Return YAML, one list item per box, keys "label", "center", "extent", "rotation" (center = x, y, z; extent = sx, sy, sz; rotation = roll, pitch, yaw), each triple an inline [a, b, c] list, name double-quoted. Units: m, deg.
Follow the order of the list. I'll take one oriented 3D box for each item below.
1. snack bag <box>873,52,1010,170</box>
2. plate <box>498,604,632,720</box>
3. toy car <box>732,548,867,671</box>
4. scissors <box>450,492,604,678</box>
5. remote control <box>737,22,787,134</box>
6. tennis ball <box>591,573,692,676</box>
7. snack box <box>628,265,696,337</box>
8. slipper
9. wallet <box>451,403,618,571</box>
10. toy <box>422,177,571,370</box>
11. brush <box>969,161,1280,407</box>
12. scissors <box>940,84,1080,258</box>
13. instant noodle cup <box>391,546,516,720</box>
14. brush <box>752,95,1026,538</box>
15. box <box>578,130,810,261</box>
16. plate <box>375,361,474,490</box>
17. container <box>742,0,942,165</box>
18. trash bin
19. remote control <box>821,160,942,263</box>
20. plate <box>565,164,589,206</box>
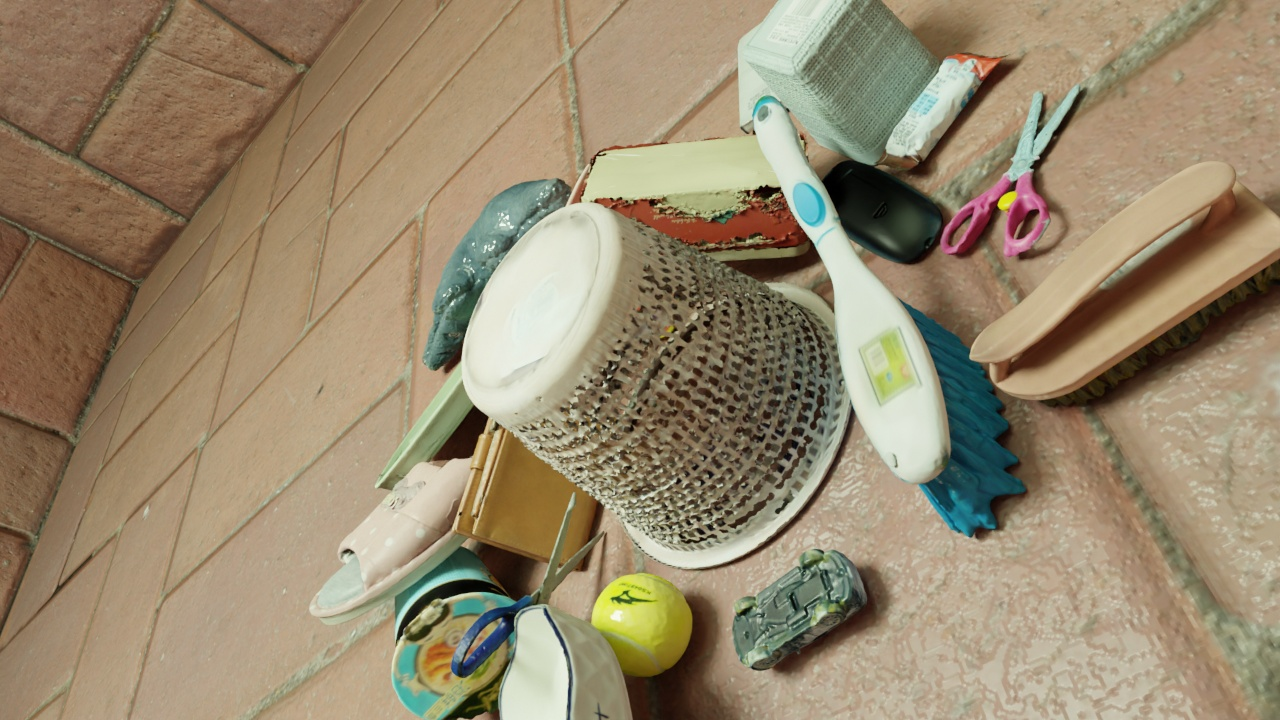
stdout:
- label: "snack bag"
  center: [0.208, -0.176, 0.642]
  extent: [0.104, 0.026, 0.048]
  rotation: [-55, 28, 6]
- label: "plate"
  center: [-0.048, 0.250, 0.548]
  extent: [0.205, 0.045, 0.205]
  rotation: [-176, 90, -71]
- label: "toy car"
  center: [0.091, 0.146, 0.533]
  extent: [0.091, 0.034, 0.043]
  rotation: [-43, 40, 25]
- label: "scissors"
  center: [-0.077, 0.179, 0.658]
  extent: [0.012, 0.162, 0.176]
  rotation: [21, 106, 27]
- label: "remote control"
  center: [0.110, -0.261, 0.832]
  extent: [0.049, 0.024, 0.124]
  rotation: [-29, 45, 36]
- label: "tennis ball"
  center: [0.001, 0.172, 0.597]
  extent: [0.066, 0.065, 0.065]
  rotation: [-31, 43, 34]
- label: "snack box"
  center: [-0.006, -0.072, 0.780]
  extent: [0.082, 0.080, 0.091]
  rotation: [-2, 63, 51]
- label: "slipper"
  center: [-0.163, 0.110, 0.764]
  extent: [0.273, 0.054, 0.114]
  rotation: [-40, 18, -22]
- label: "wallet"
  center: [-0.080, 0.089, 0.729]
  extent: [0.031, 0.107, 0.131]
  rotation: [-36, 36, 60]
- label: "toy"
  center: [-0.143, -0.103, 0.945]
  extent: [0.358, 0.091, 0.137]
  rotation: [-42, 17, 47]
- label: "brush"
  center: [0.237, -0.033, 0.457]
  extent: [0.146, 0.073, 0.063]
  rotation: [-41, 39, 26]
- label: "scissors"
  center: [0.232, -0.119, 0.582]
  extent: [0.094, 0.017, 0.137]
  rotation: [-15, 49, 54]
- label: "instant noodle cup"
  center: [-0.150, 0.205, 0.732]
  extent: [0.111, 0.111, 0.120]
  rotation: [-57, 27, 2]
- label: "brush"
  center: [0.136, -0.047, 0.560]
  extent: [0.061, 0.109, 0.313]
  rotation: [-39, 39, 30]
- label: "box"
  center: [0.042, -0.127, 0.689]
  extent: [0.168, 0.077, 0.091]
  rotation: [-3, 41, 12]
- label: "plate"
  center: [-0.180, 0.034, 0.894]
  extent: [0.230, 0.027, 0.230]
  rotation: [-50, 12, 15]
- label: "container"
  center: [0.146, -0.218, 0.677]
  extent: [0.090, 0.111, 0.090]
  rotation: [-53, 35, 8]
- label: "trash bin"
  center: [-0.003, 0.004, 0.622]
  extent: [0.228, 0.192, 0.227]
  rotation: [-31, 43, 34]
- label: "remote control"
  center: [0.161, -0.111, 0.652]
  extent: [0.053, 0.024, 0.136]
  rotation: [-53, 34, 11]
- label: "plate"
  center: [-0.075, -0.065, 0.819]
  extent: [0.229, 0.028, 0.229]
  rotation: [-161, 93, -86]
